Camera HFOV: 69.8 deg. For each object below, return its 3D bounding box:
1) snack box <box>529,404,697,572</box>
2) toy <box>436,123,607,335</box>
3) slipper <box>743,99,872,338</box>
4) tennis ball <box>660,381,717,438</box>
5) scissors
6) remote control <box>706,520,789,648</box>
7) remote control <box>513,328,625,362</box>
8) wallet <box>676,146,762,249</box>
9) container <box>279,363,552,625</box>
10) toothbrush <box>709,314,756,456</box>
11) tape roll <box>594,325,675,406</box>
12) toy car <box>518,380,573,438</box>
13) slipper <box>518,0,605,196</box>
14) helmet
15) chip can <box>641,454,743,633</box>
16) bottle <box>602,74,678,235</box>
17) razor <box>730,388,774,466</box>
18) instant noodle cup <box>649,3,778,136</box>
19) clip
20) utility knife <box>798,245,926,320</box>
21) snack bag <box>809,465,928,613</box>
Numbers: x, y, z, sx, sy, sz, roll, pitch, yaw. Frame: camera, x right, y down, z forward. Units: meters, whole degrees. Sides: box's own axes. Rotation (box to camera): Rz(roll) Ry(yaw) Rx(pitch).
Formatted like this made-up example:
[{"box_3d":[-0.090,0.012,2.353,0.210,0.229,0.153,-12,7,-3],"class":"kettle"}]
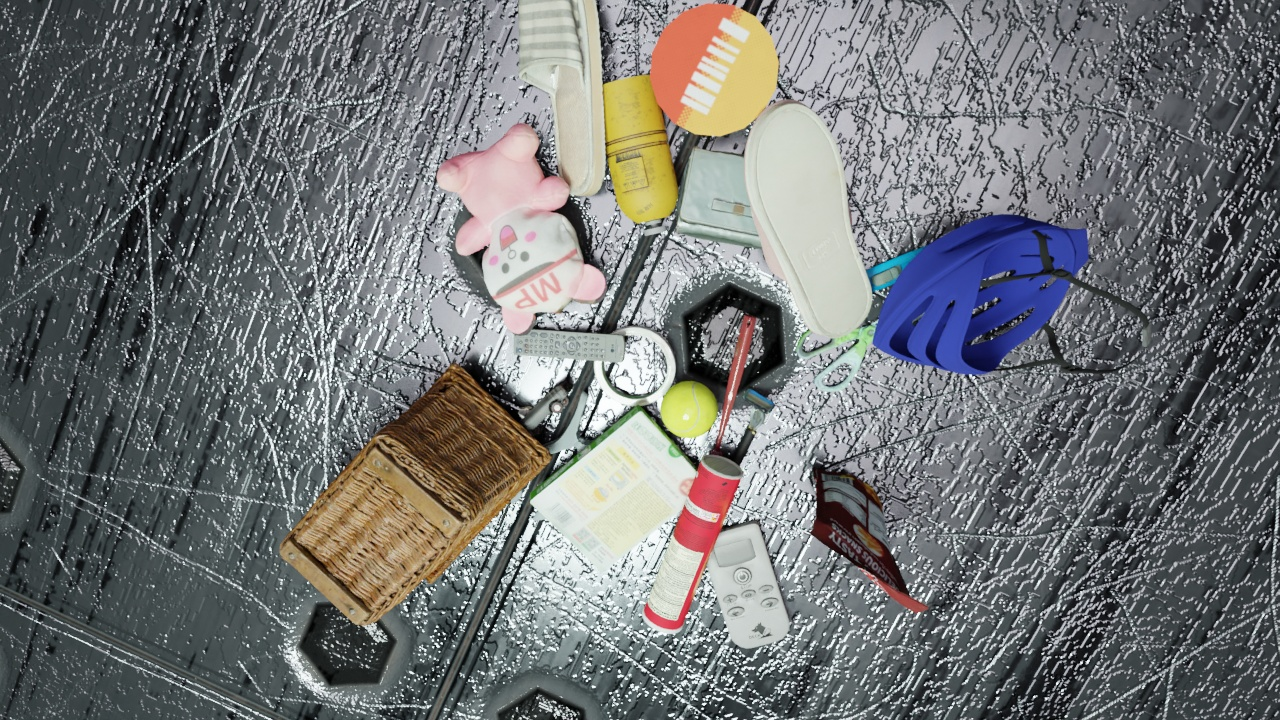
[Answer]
[{"box_3d":[-0.024,0.151,1.070,0.168,0.027,0.132,-39,109,7],"class":"snack box"},{"box_3d":[-0.130,-0.143,1.018,0.142,0.084,0.213,-24,95,12],"class":"toy"},{"box_3d":[0.174,-0.143,0.967,0.114,0.054,0.274,-30,120,-10],"class":"slipper"},{"box_3d":[0.055,0.056,1.045,0.065,0.065,0.065,1,100,5],"class":"tennis ball"},{"box_3d":[0.257,-0.040,1.038,0.175,0.032,0.093,-40,93,5],"class":"scissors"},{"box_3d":[0.127,0.271,1.099,0.074,0.019,0.151,-17,98,8],"class":"remote control"},{"box_3d":[-0.082,-0.018,1.058,0.137,0.013,0.033,4,97,15],"class":"remote control"},{"box_3d":[0.108,-0.176,1.011,0.131,0.054,0.100,9,101,-2],"class":"wallet"},{"box_3d":[-0.256,0.160,1.012,0.162,0.182,0.250,43,111,-1],"class":"container"},{"box_3d":[0.105,0.040,1.063,0.016,0.016,0.190,14,101,6],"class":"toothbrush"},{"box_3d":[-0.006,0.006,1.066,0.094,0.018,0.094,1,100,4],"class":"tape roll"},{"box_3d":[-0.117,0.059,1.072,0.037,0.040,0.092,45,102,-3],"class":"toy car"},{"box_3d":[-0.085,-0.310,0.978,0.053,0.115,0.273,-18,105,-35],"class":"slipper"},{"box_3d":[0.375,-0.048,0.924,0.241,0.227,0.148,-32,128,-7],"class":"helmet"},{"box_3d":[0.059,0.214,1.064,0.052,0.051,0.215,19,109,1],"class":"chip can"},{"box_3d":[-0.001,-0.219,1.000,0.071,0.071,0.164,-12,98,7],"class":"bottle"},{"box_3d":[0.117,0.105,1.073,0.043,0.022,0.144,35,110,41],"class":"razor"},{"box_3d":[0.076,-0.293,0.955,0.123,0.121,0.123,1,100,5],"class":"instant noodle cup"},{"box_3d":[-0.075,0.130,1.089,0.115,0.028,0.163,37,101,-4],"class":"clip"},{"box_3d":[0.262,-0.089,1.029,0.186,0.015,0.031,-24,94,9],"class":"utility knife"},{"box_3d":[0.233,0.181,0.979,0.139,0.207,0.067,42,100,-3],"class":"snack bag"}]
